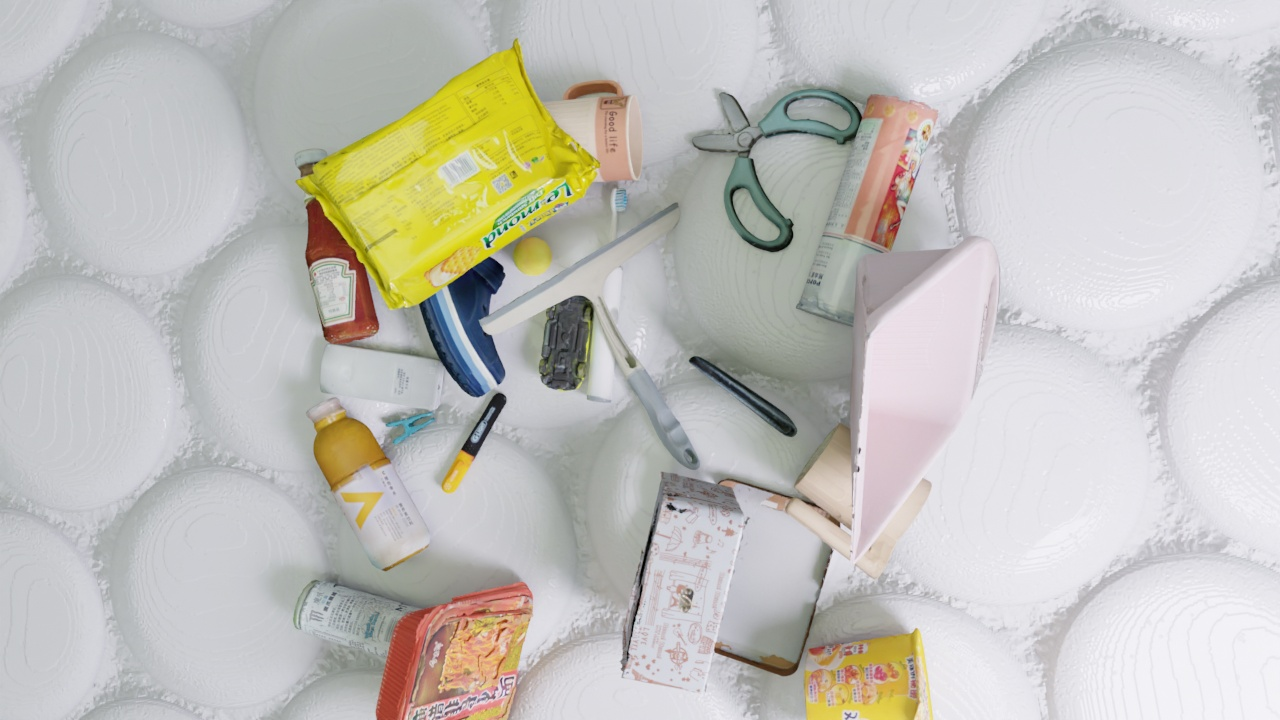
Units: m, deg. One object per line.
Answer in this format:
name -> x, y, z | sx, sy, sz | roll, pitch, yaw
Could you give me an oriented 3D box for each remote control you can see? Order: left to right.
remote control -> -0.281, 0.017, 0.993 | 0.135, 0.019, 0.056 | 8, 93, 9

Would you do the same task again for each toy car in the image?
toy car -> -0.075, -0.020, 0.954 | 0.048, 0.032, 0.105 | 5, 81, 9

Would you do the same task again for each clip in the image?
clip -> -0.248, 0.070, 0.993 | 0.057, 0.015, 0.049 | -21, 86, 8

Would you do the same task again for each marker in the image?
marker -> -0.178, 0.089, 0.982 | 0.018, 0.015, 0.124 | 31, 95, 2

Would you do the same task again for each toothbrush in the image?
toothbrush -> -0.033, -0.067, 0.948 | 0.026, 0.026, 0.221 | 6, 93, 27

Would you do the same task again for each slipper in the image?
slipper -> -0.189, -0.087, 0.941 | 0.095, 0.105, 0.253 | -21, 91, -11

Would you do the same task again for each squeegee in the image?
squeegee -> -0.006, 0.005, 0.927 | 0.245, 0.039, 0.246 | -35, 104, -24

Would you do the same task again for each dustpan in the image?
dustpan -> 0.252, 0.010, 0.782 | 0.139, 0.272, 0.223 | 2, 123, 11

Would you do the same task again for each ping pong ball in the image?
ping pong ball -> -0.112, -0.108, 0.951 | 0.040, 0.040, 0.040 | 0, 92, 9

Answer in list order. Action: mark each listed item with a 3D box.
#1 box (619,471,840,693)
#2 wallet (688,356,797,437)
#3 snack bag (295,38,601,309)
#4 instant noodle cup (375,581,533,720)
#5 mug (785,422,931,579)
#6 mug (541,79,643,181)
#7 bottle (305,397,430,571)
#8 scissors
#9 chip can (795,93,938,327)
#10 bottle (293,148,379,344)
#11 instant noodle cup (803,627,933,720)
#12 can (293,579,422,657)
box -> 0.093, 0.220, 0.881 | 0.193, 0.157, 0.183 | 13, 96, 0
wallet -> 0.100, 0.033, 0.894 | 0.121, 0.097, 0.019 | 36, 92, 6
snack bag -> -0.176, -0.170, 0.852 | 0.246, 0.068, 0.158 | -33, 88, 0
instant noodle cup -> -0.193, 0.314, 0.931 | 0.079, 0.164, 0.189 | 17, 94, 31
mug -> 0.203, 0.133, 0.874 | 0.103, 0.124, 0.084 | 36, 139, 8
mug -> -0.055, -0.234, 0.924 | 0.106, 0.082, 0.114 | -1, 65, 10
bottle -> -0.293, 0.129, 0.974 | 0.068, 0.068, 0.189 | -31, 87, 9
scissors -> 0.138, -0.191, 0.920 | 0.170, 0.019, 0.178 | -2, 93, 8
chip can -> 0.217, -0.142, 0.882 | 0.071, 0.071, 0.215 | 18, 94, 8
bottle -> -0.328, -0.121, 0.976 | 0.060, 0.059, 0.206 | -14, 89, 9
instant noodle cup -> 0.218, 0.327, 0.873 | 0.110, 0.138, 0.138 | -7, 91, 17
can -> -0.292, 0.281, 0.985 | 0.147, 0.058, 0.058 | 13, 94, 9
